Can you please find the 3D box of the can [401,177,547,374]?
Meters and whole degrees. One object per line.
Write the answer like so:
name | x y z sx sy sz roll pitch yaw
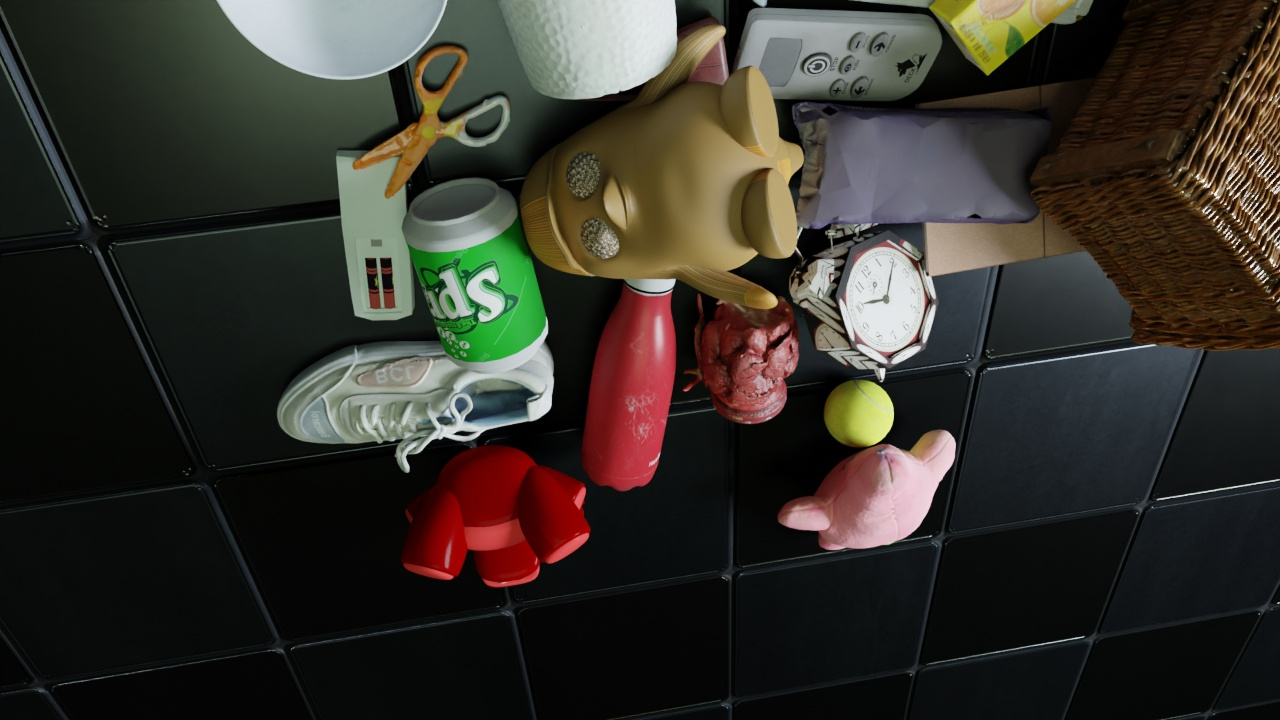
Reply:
can | -0.127 -0.065 0.721 0.088 0.087 0.140 -12 127 -2

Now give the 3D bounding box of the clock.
clock | 0.178 -0.064 0.779 0.154 0.065 0.114 49 68 -19

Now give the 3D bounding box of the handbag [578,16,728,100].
handbag | 0.004 -0.214 0.680 0.120 0.029 0.055 -12 129 4

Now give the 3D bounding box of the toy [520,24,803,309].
toy | 0.003 -0.122 0.663 0.204 0.162 0.198 -9 96 25

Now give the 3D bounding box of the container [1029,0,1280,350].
container | 0.426 -0.158 0.670 0.183 0.162 0.249 34 80 -19

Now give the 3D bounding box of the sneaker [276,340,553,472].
sneaker | -0.192 0.037 0.781 0.242 0.090 0.090 -10 128 -3

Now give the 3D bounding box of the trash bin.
trash bin | -0.041 -0.263 0.576 0.133 0.133 0.161 -15 132 0

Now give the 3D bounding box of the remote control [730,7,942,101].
remote control | 0.146 -0.224 0.683 0.151 0.019 0.074 -2 151 -10

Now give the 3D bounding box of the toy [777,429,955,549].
toy | 0.229 0.129 0.902 0.192 0.096 0.237 -24 156 -1

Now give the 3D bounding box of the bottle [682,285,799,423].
bottle | 0.088 -0.006 0.810 0.099 0.098 0.111 -9 137 -4

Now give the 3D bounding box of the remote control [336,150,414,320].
remote control | -0.208 -0.093 0.724 0.049 0.024 0.144 -1 125 -10

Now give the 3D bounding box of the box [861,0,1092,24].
box | 0.239 -0.287 0.667 0.209 0.033 0.064 2 127 -11

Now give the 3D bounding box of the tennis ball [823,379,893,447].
tennis ball | 0.210 0.051 0.883 0.065 0.065 0.065 -5 126 -7

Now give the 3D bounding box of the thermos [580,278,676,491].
thermos | -0.005 0.005 0.804 0.073 0.073 0.240 2 124 -12

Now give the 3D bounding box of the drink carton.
drink carton | 0.278 -0.272 0.641 0.135 0.042 0.058 -40 123 20

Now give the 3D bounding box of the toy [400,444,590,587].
toy | -0.126 0.143 0.831 0.158 0.120 0.197 -11 169 -5

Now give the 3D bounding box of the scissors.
scissors | -0.151 -0.164 0.684 0.096 0.012 0.133 28 108 -29

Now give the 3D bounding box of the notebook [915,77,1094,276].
notebook | 0.334 -0.155 0.762 0.209 0.008 0.141 -9 105 -4

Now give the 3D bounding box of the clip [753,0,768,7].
clip | 0.061 -0.316 0.610 0.127 0.028 0.167 -14 125 21

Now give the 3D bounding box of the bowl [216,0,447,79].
bowl | -0.192 -0.260 0.576 0.144 0.074 0.144 -5 126 -7

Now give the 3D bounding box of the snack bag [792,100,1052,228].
snack bag | 0.219 -0.152 0.714 0.205 0.058 0.096 -2 105 -7
